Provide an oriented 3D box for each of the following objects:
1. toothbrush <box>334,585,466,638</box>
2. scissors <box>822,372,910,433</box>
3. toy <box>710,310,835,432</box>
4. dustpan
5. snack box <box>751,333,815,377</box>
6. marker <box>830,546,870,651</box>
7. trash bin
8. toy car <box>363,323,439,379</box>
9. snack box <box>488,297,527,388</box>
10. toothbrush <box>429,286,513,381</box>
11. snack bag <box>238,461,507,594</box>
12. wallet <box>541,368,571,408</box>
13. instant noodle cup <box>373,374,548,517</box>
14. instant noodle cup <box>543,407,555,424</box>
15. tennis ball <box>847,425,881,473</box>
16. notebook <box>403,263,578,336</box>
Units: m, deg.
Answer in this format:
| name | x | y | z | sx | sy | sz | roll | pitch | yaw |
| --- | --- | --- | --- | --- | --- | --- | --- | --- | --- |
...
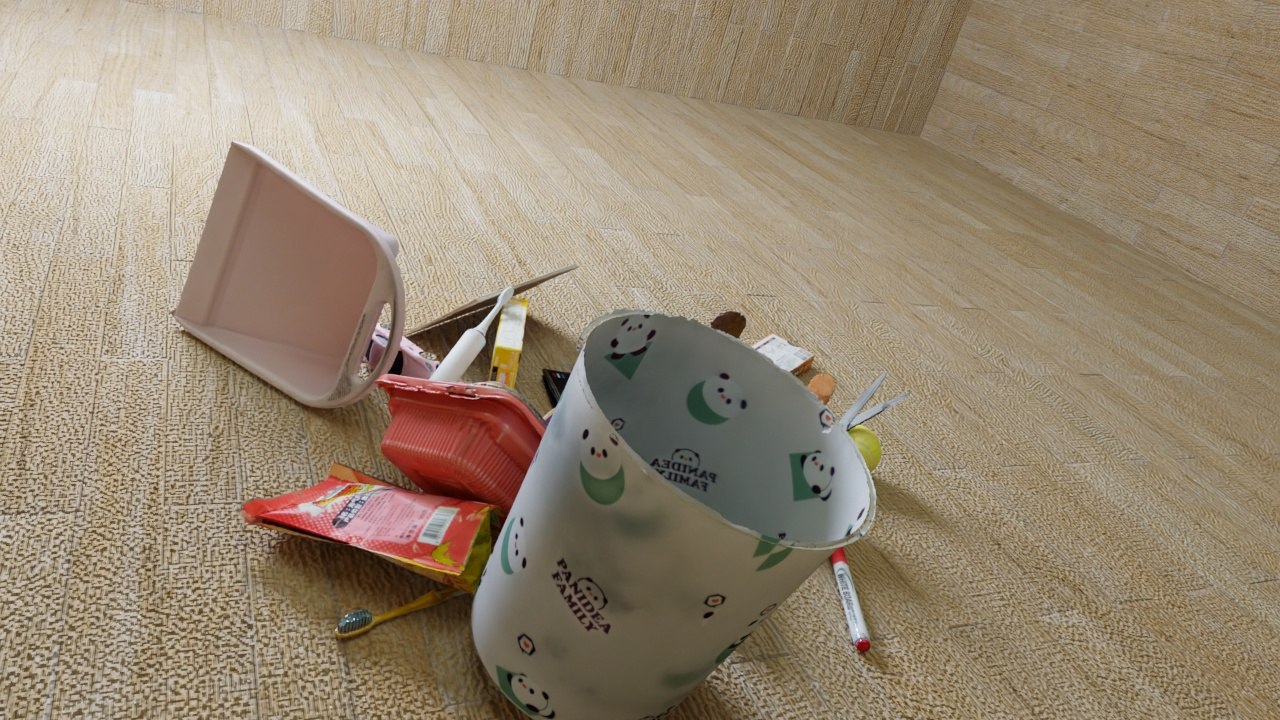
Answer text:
| name | x | y | z | sx | sy | sz | roll | pitch | yaw |
| --- | --- | --- | --- | --- | --- | --- | --- | --- | --- |
| toothbrush | -0.165 | 0.192 | 0.764 | 0.190 | 0.018 | 0.016 | -12 | 39 | -43 |
| scissors | 0.233 | 0.084 | 1.082 | 0.160 | 0.014 | 0.174 | -3 | 51 | 33 |
| toy | 0.124 | 0.078 | 0.999 | 0.226 | 0.090 | 0.246 | -39 | 83 | -11 |
| dustpan | -0.366 | -0.079 | 0.956 | 0.273 | 0.223 | 0.138 | 21 | 14 | -6 |
| snack box | 0.186 | 0.005 | 1.308 | 0.075 | 0.026 | 0.153 | 28 | 30 | 23 |
| marker | 0.203 | 0.227 | 0.898 | 0.017 | 0.017 | 0.145 | 13 | 26 | -6 |
| trash bin | 0.006 | 0.130 | 0.677 | 0.229 | 0.253 | 0.229 | 23 | 30 | -14 |
| toy car | -0.273 | 0.001 | 1.034 | 0.122 | 0.056 | 0.037 | 31 | 27 | 28 |
| snack box | -0.158 | -0.008 | 1.079 | 0.033 | 0.087 | 0.140 | 10 | 27 | -11 |
| toothbrush | -0.197 | -0.006 | 1.015 | 0.027 | 0.026 | 0.220 | 44 | 52 | -19 |
| snack bag | -0.217 | 0.136 | 0.783 | 0.208 | 0.073 | 0.128 | 12 | 15 | 17 |
| wallet | -0.053 | 0.043 | 1.115 | 0.122 | 0.020 | 0.096 | 6 | 28 | -23 |
| instant noodle cup | -0.151 | 0.085 | 0.823 | 0.189 | 0.164 | 0.079 | 5 | 56 | 38 |
| instant noodle cup | -0.046 | 0.104 | 0.910 | 0.111 | 0.112 | 0.099 | -13 | 46 | -44 |
| tennis ball | 0.255 | 0.109 | 1.102 | 0.065 | 0.066 | 0.065 | 12 | 27 | -7 |
| notebook | -0.191 | -0.079 | 1.180 | 0.148 | 0.008 | 0.207 | -19 | 6 | 35 |
